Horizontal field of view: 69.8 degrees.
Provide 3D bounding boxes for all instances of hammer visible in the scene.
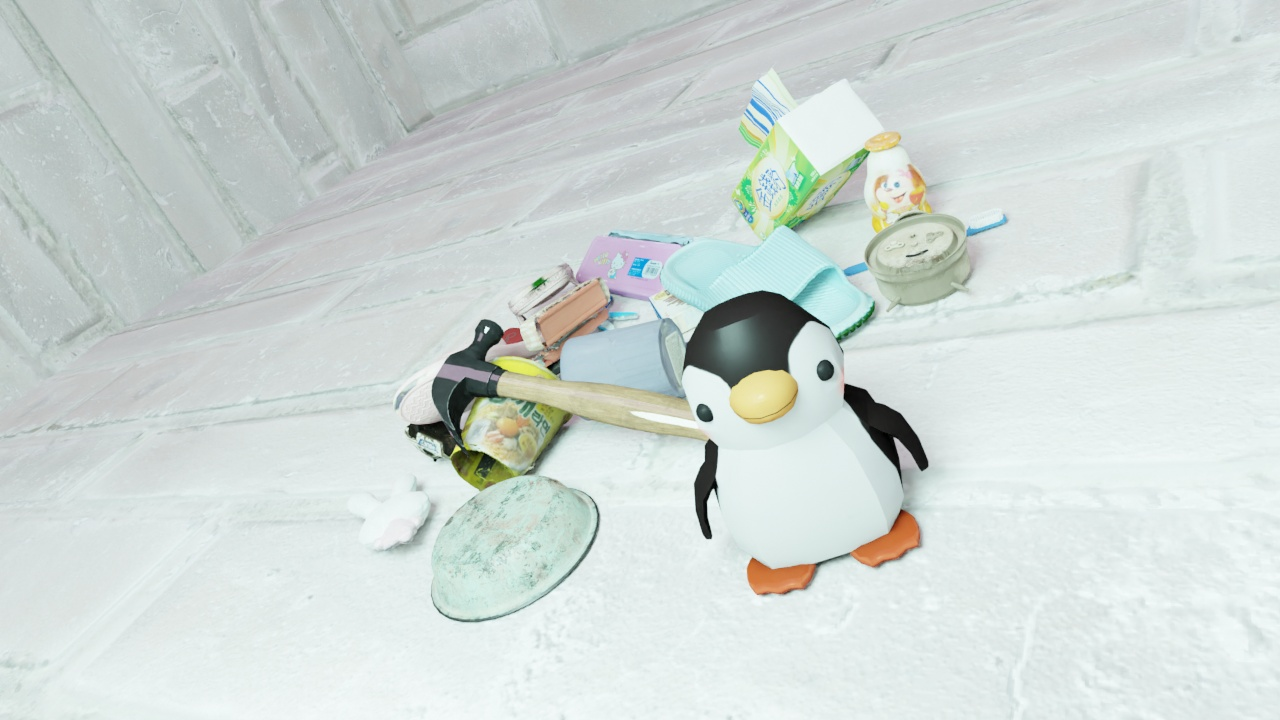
[{"bbox_3d":[-0.041,0.040,0.802,0.306,0.040,0.132,10,52,22],"label":"hammer"}]

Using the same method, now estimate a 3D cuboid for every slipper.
[{"bbox_3d":[-0.174,0.009,0.983,0.107,0.055,0.221,-44,-13,29],"label":"slipper"},{"bbox_3d":[-0.111,-0.070,1.121,0.094,0.064,0.239,-36,5,0],"label":"slipper"},{"bbox_3d":[0.110,-0.083,0.928,0.115,0.069,0.276,-41,38,-15],"label":"slipper"}]

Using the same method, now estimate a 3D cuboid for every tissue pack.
[{"bbox_3d":[0.165,-0.244,1.041,0.120,0.141,0.198,-34,-8,-23],"label":"tissue pack"}]

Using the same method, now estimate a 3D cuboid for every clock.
[{"bbox_3d":[0.264,-0.102,0.871,0.093,0.054,0.140,-15,35,22],"label":"clock"}]

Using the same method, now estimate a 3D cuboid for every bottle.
[{"bbox_3d":[0.264,-0.182,0.956,0.063,0.109,0.063,-18,29,10],"label":"bottle"}]

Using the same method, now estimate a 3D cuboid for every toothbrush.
[{"bbox_3d":[0.284,-0.119,0.929,0.167,0.014,0.016,-18,26,18],"label":"toothbrush"}]

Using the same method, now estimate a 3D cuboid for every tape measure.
[{"bbox_3d":[-0.167,-0.017,1.156,0.051,0.019,0.058,10,43,47],"label":"tape measure"}]

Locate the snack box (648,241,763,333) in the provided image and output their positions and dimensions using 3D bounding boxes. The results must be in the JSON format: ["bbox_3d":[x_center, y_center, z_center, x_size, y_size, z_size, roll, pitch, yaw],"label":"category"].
[{"bbox_3d":[0.087,-0.080,1.028,0.150,0.026,0.082,-26,26,-1],"label":"snack box"}]

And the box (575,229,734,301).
[{"bbox_3d":[0.013,-0.134,1.168,0.139,0.062,0.214,-34,26,-23],"label":"box"}]

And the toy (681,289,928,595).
[{"bbox_3d":[0.094,0.036,0.615,0.159,0.184,0.140,-20,25,12],"label":"toy"}]

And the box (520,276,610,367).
[{"bbox_3d":[-0.084,-0.041,1.011,0.077,0.054,0.186,-62,-9,28],"label":"box"}]

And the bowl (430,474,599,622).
[{"bbox_3d":[-0.114,0.146,0.770,0.157,0.038,0.157,-21,26,11],"label":"bowl"}]

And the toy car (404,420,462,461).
[{"bbox_3d":[-0.202,0.088,0.963,0.113,0.040,0.048,16,17,42],"label":"toy car"}]

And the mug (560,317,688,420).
[{"bbox_3d":[-0.005,0.005,0.907,0.104,0.084,0.123,-14,1,23],"label":"mug"}]

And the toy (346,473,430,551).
[{"bbox_3d":[-0.237,0.151,0.880,0.075,0.037,0.125,-30,28,-16],"label":"toy"}]

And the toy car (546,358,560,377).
[{"bbox_3d":[-0.085,0.020,0.982,0.092,0.040,0.037,-31,24,-11],"label":"toy car"}]

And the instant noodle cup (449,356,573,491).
[{"bbox_3d":[-0.129,0.066,0.883,0.102,0.102,0.108,-9,39,32],"label":"instant noodle cup"}]

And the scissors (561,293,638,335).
[{"bbox_3d":[-0.045,-0.058,1.128,0.141,0.013,0.112,-5,33,43],"label":"scissors"}]
